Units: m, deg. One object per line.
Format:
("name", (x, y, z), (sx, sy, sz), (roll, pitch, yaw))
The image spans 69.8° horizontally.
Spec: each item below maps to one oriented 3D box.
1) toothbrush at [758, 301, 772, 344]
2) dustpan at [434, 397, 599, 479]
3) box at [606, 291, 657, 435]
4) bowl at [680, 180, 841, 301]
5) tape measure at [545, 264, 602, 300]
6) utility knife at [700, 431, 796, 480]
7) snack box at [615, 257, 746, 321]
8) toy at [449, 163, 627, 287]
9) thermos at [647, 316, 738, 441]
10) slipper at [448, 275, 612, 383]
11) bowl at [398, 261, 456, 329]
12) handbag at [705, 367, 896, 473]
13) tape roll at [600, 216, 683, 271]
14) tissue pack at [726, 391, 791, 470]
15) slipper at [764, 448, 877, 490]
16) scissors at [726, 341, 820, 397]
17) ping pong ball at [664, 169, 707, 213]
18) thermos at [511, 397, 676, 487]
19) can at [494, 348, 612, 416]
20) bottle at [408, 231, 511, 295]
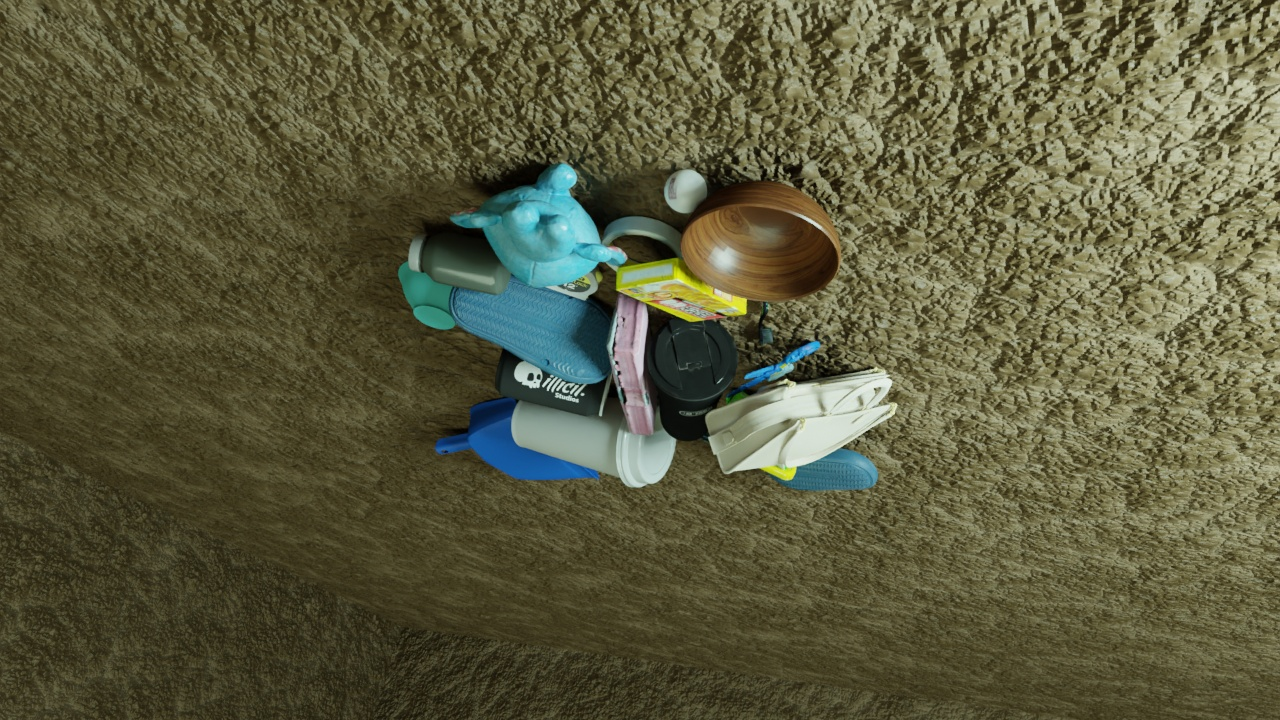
("toothbrush", (0.139, -0.068, 1.012), (0.017, 0.014, 0.188), (-4, 150, 5))
("dustpan", (-0.236, 0.144, 1.528), (0.258, 0.059, 0.245), (-13, 143, 25))
("box", (-0.007, 0.006, 1.133), (0.041, 0.098, 0.233), (1, 152, 7))
("bowl", (0.115, -0.124, 0.858), (0.147, 0.068, 0.147), (10, 152, 5))
("tape measure", (-0.078, -0.096, 1.054), (0.064, 0.016, 0.065), (19, 152, -9))
("utility knife", (0.127, 0.118, 1.299), (0.198, 0.028, 0.020), (23, 144, 20))
("snack box", (0.047, -0.073, 0.979), (0.075, 0.025, 0.152), (-6, 166, 33))
("toy", (-0.096, -0.136, 0.895), (0.183, 0.114, 0.181), (17, 174, -5))
("thermos", (0.062, 0.034, 1.151), (0.106, 0.105, 0.219), (11, 157, 6))
("slipper", (-0.124, -0.046, 1.099), (0.213, 0.103, 0.059), (24, 177, -9))
("bowl", (-0.250, -0.072, 1.145), (0.121, 0.046, 0.121), (11, 152, 6))
("handbag", (0.206, 0.057, 1.072), (0.194, 0.101, 0.198), (-6, 161, -37))
("tape roll", (0.004, -0.117, 0.976), (0.094, 0.019, 0.094), (11, 152, 6))
("tissue pack", (0.164, 0.095, 1.241), (0.114, 0.034, 0.100), (33, 160, 21))
("slipper", (0.242, 0.139, 1.303), (0.214, 0.059, 0.104), (-3, 139, 51))
("scissors", (0.156, 0.012, 1.093), (0.125, 0.016, 0.125), (-28, 164, 1))
("ping pong ball", (0.042, -0.158, 0.858), (0.040, 0.040, 0.040), (11, 152, 6))
("thermos", (-0.071, 0.102, 1.319), (0.222, 0.131, 0.131), (7, 153, 28))
("can", (-0.115, 0.023, 1.224), (0.146, 0.080, 0.080), (14, 152, 0))
("bottle", (-0.202, -0.112, 1.036), (0.108, 0.060, 0.060), (12, 152, 3))
